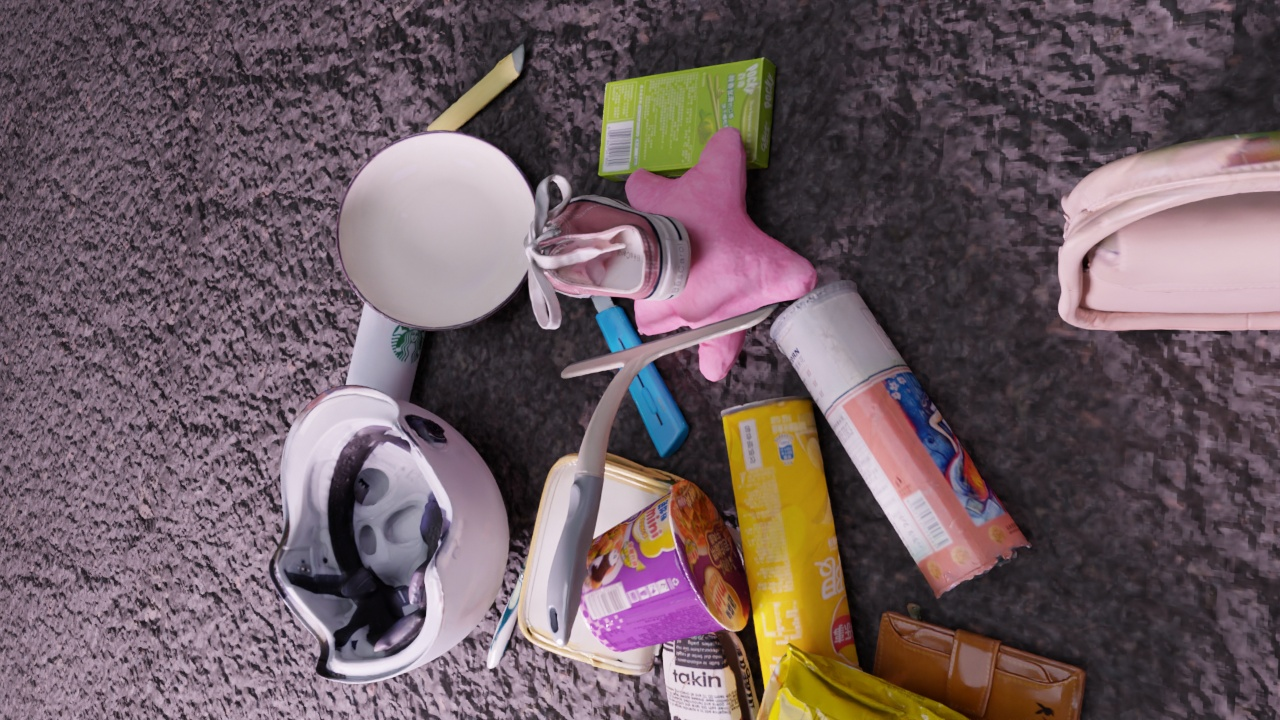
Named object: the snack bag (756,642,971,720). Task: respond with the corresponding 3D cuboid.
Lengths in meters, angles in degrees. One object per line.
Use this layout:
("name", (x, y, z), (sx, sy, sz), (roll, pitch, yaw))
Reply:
("snack bag", (0.127, 0.314, 0.582), (0.158, 0.068, 0.247), (20, 105, 16))

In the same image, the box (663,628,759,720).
("box", (0.054, 0.278, 0.686), (0.074, 0.064, 0.164), (-14, 88, 16))

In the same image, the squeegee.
("squeegee", (-0.030, 0.079, 0.661), (0.247, 0.039, 0.246), (-14, 50, 50))

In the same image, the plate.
("plate", (-0.188, -0.120, 0.869), (0.192, 0.039, 0.192), (0, 83, 1))

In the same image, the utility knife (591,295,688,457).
("utility knife", (-0.005, 0.005, 0.784), (0.034, 0.018, 0.166), (-40, 64, 26))

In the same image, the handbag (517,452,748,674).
("handbag", (0.001, 0.170, 0.750), (0.179, 0.063, 0.163), (14, 94, 20))

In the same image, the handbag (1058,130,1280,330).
("handbag", (0.298, -0.067, 0.449), (0.194, 0.233, 0.093), (0, 87, 35))

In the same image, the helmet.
("helmet", (-0.212, 0.150, 0.837), (0.229, 0.145, 0.258), (-49, 57, 20))

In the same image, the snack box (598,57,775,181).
("snack box", (0.036, -0.198, 0.768), (0.157, 0.026, 0.085), (2, 87, 35))

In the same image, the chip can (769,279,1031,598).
("chip can", (0.172, 0.050, 0.626), (0.071, 0.071, 0.214), (-39, 65, 25))

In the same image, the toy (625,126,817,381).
("toy", (0.042, -0.083, 0.728), (0.179, 0.074, 0.194), (-44, 61, 37))

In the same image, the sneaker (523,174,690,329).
("sneaker", (-0.052, -0.088, 0.735), (0.241, 0.087, 0.118), (22, 110, 62))

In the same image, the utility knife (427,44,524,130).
("utility knife", (-0.167, -0.264, 0.921), (0.152, 0.018, 0.031), (-26, 67, 28))

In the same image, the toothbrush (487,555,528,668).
("toothbrush", (-0.108, 0.199, 0.838), (0.016, 0.018, 0.192), (27, 101, 33))

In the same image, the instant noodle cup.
("instant noodle cup", (0.012, 0.157, 0.670), (0.099, 0.111, 0.111), (-27, 71, 21))

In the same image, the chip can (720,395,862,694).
("chip can", (0.107, 0.136, 0.662), (0.072, 0.072, 0.213), (-16, 77, 33))

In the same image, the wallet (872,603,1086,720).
("wallet", (0.217, 0.226, 0.606), (0.131, 0.035, 0.119), (9, 97, 34))

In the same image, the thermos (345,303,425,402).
("thermos", (-0.250, -0.025, 0.926), (0.073, 0.073, 0.224), (18, 96, 34))
